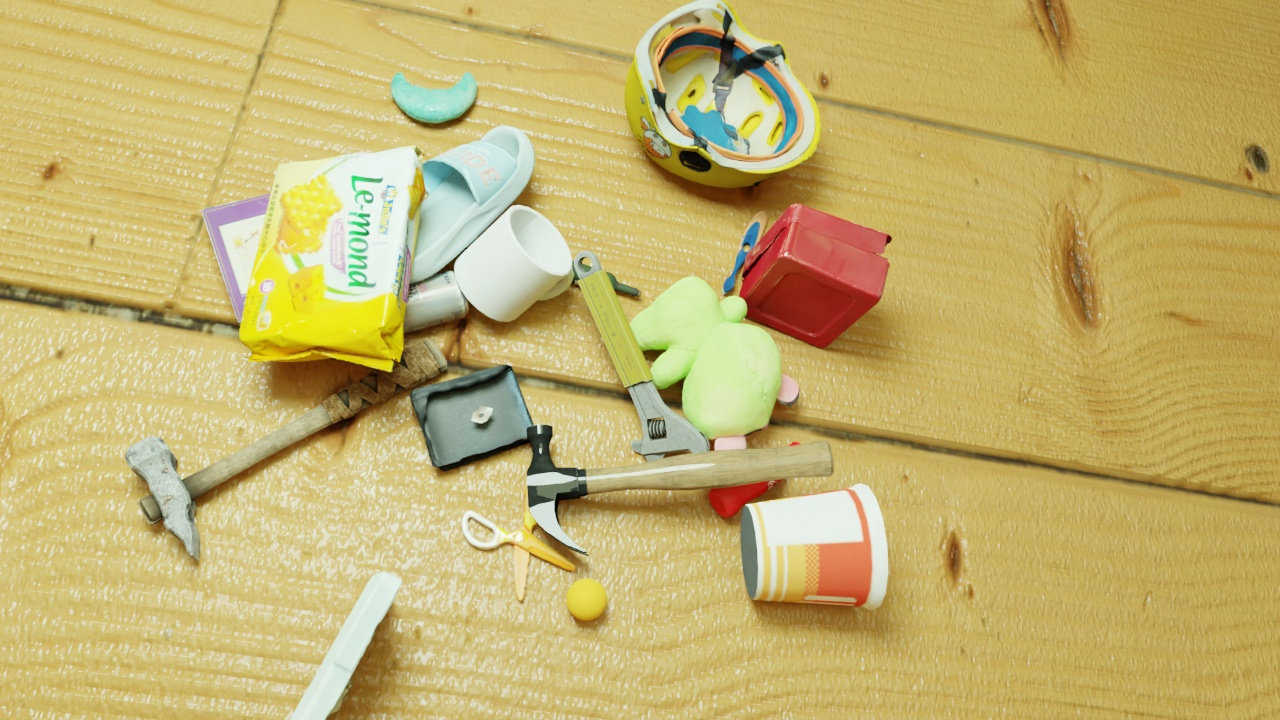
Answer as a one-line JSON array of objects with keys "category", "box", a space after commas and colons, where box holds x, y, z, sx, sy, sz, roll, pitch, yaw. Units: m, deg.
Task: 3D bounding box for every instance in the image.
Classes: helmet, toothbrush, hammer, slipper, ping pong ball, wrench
[{"category": "helmet", "box": [0.086, -0.298, 1.117, 0.240, 0.140, 0.208, 39, 64, -6]}, {"category": "toothbrush", "box": [0.126, -0.131, 1.116, 0.021, 0.017, 0.134, 28, 61, -2]}, {"category": "hammer", "box": [-0.338, 0.068, 0.919, 0.318, 0.049, 0.121, -31, 78, -24]}, {"category": "slipper", "box": [-0.207, -0.182, 1.008, 0.104, 0.074, 0.244, 14, 56, 37]}, {"category": "ping pong ball", "box": [-0.053, 0.234, 0.898, 0.040, 0.040, 0.040, 4, 65, -9]}, {"category": "wrench", "box": [-0.006, 0.006, 0.978, 0.018, 0.084, 0.273, -15, 81, -63]}, {"category": "hammer", "box": [0.040, 0.118, 0.922, 0.305, 0.040, 0.132, -6, 71, 0]}]

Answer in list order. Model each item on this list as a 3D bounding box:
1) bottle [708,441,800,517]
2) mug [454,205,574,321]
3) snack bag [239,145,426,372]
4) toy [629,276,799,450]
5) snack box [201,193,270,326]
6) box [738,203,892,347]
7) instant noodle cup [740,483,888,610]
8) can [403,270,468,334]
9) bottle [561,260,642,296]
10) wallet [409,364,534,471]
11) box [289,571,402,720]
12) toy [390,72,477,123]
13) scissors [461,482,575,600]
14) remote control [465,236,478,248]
[{"category": "bottle", "box": [0.128, 0.124, 0.987, 0.118, 0.036, 0.036, -31, 75, -23]}, {"category": "mug", "box": [-0.126, -0.099, 0.998, 0.121, 0.090, 0.091, 24, 40, -43]}, {"category": "snack bag", "box": [-0.301, -0.101, 0.920, 0.160, 0.068, 0.246, -2, 66, 10]}, {"category": "toy", "box": [0.080, -0.005, 1.003, 0.149, 0.107, 0.197, -39, 68, -23]}, {"category": "snack box", "box": [-0.378, -0.113, 0.992, 0.143, 0.041, 0.148, -19, 71, -19]}, {"category": "box", "box": [0.190, -0.093, 1.028, 0.129, 0.158, 0.092, 21, 70, -5]}, {"category": "instant noodle cup", "box": [0.169, 0.190, 0.925, 0.121, 0.124, 0.123, -2, 66, -4]}, {"category": "can", "box": [-0.256, -0.055, 0.982, 0.135, 0.054, 0.054, -17, 70, -18]}, {"category": "bottle", "box": [-0.049, -0.093, 1.056, 0.106, 0.025, 0.025, 18, 64, -3]}, {"category": "wallet", "box": [-0.174, 0.060, 0.961, 0.114, 0.026, 0.089, -16, 72, -19]}, {"category": "box", "box": [-0.266, 0.279, 0.782, 0.041, 0.135, 0.196, 31, 63, -8]}, {"category": "toy", "box": [-0.250, -0.321, 1.119, 0.105, 0.033, 0.085, -4, 56, -12]}, {"category": "scissors", "box": [-0.126, 0.179, 0.926, 0.128, 0.011, 0.125, 3, 64, -8]}, {"category": "remote control", "box": [-0.258, -0.163, 1.056, 0.146, 0.008, 0.045, 12, 64, -6]}]
